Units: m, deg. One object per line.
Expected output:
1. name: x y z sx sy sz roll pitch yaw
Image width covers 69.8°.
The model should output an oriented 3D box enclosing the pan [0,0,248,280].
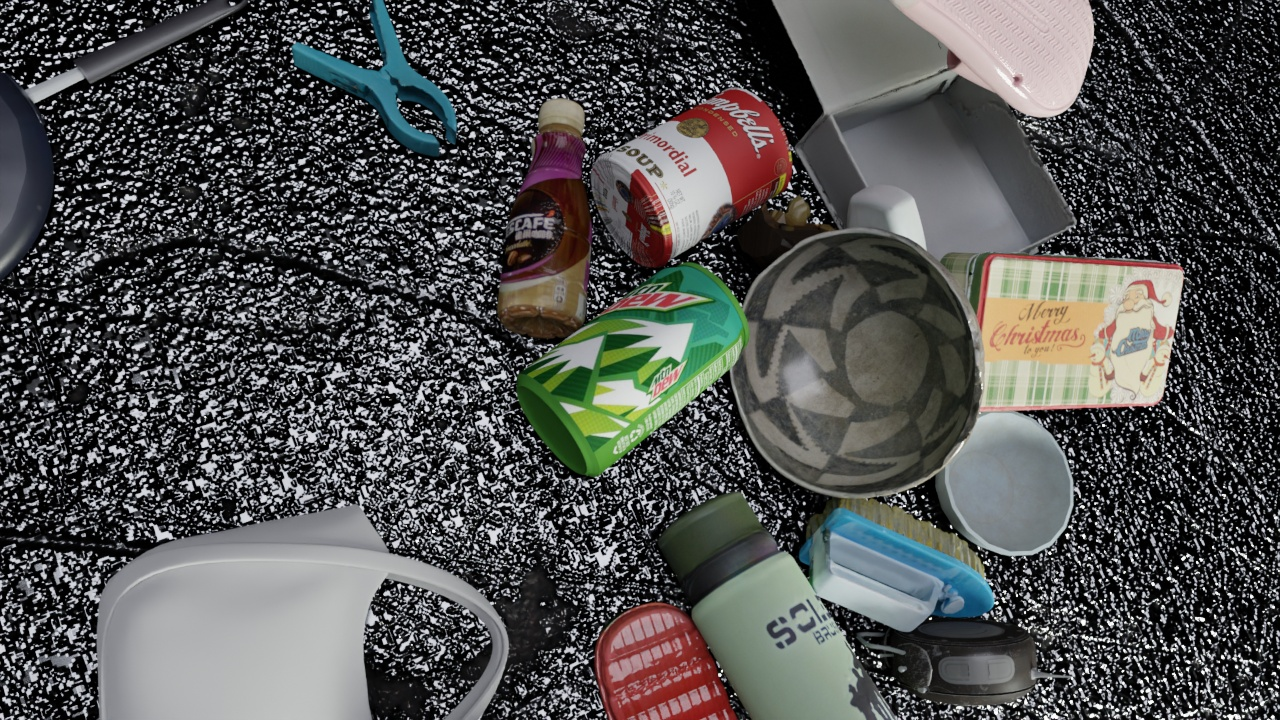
1. pan: -0.408 -0.158 0.578 0.355 0.021 0.198 -37 87 -21

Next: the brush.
1. brush: 0.179 0.147 0.622 0.136 0.056 0.075 24 38 -8

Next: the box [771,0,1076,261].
1. box: 0.196 -0.230 0.717 0.165 0.099 0.368 -25 89 -20

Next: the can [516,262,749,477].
1. can: -0.004 0.004 0.608 0.143 0.083 0.083 -38 87 -21

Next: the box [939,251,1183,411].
1. box: 0.313 -0.021 0.686 0.205 0.051 0.117 1 96 -23

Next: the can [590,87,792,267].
1. can: 0.036 -0.130 0.653 0.116 0.087 0.086 -33 86 -21

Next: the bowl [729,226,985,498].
1. bowl: 0.154 0.002 0.628 0.081 0.179 0.178 -1 72 -53

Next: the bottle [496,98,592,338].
1. bottle: -0.061 -0.101 0.633 0.059 0.060 0.166 8 74 -13

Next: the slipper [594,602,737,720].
1. slipper: 0.041 0.272 0.563 0.103 0.059 0.248 -13 78 -18

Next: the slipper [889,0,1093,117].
1. slipper: 0.246 -0.246 0.653 0.221 0.056 0.106 20 83 -28

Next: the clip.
1. clip: -0.183 -0.189 0.644 0.119 0.027 0.102 44 72 0

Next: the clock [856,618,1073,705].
1. clock: 0.209 0.201 0.610 0.123 0.091 0.043 -2 85 1

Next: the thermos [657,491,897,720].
1. thermos: 0.094 0.192 0.569 0.082 0.082 0.231 -26 69 -20

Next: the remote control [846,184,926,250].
1. remote control: 0.177 -0.070 0.662 0.028 0.060 0.114 -29 121 -26

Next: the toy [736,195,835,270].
1. toy: 0.120 -0.089 0.681 0.100 0.076 0.062 1 102 -38

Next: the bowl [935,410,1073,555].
1. bowl: 0.262 0.092 0.679 0.106 0.039 0.106 4 75 -14

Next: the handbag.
1. handbag: -0.183 0.195 0.529 0.222 0.096 0.215 -2 77 -29
